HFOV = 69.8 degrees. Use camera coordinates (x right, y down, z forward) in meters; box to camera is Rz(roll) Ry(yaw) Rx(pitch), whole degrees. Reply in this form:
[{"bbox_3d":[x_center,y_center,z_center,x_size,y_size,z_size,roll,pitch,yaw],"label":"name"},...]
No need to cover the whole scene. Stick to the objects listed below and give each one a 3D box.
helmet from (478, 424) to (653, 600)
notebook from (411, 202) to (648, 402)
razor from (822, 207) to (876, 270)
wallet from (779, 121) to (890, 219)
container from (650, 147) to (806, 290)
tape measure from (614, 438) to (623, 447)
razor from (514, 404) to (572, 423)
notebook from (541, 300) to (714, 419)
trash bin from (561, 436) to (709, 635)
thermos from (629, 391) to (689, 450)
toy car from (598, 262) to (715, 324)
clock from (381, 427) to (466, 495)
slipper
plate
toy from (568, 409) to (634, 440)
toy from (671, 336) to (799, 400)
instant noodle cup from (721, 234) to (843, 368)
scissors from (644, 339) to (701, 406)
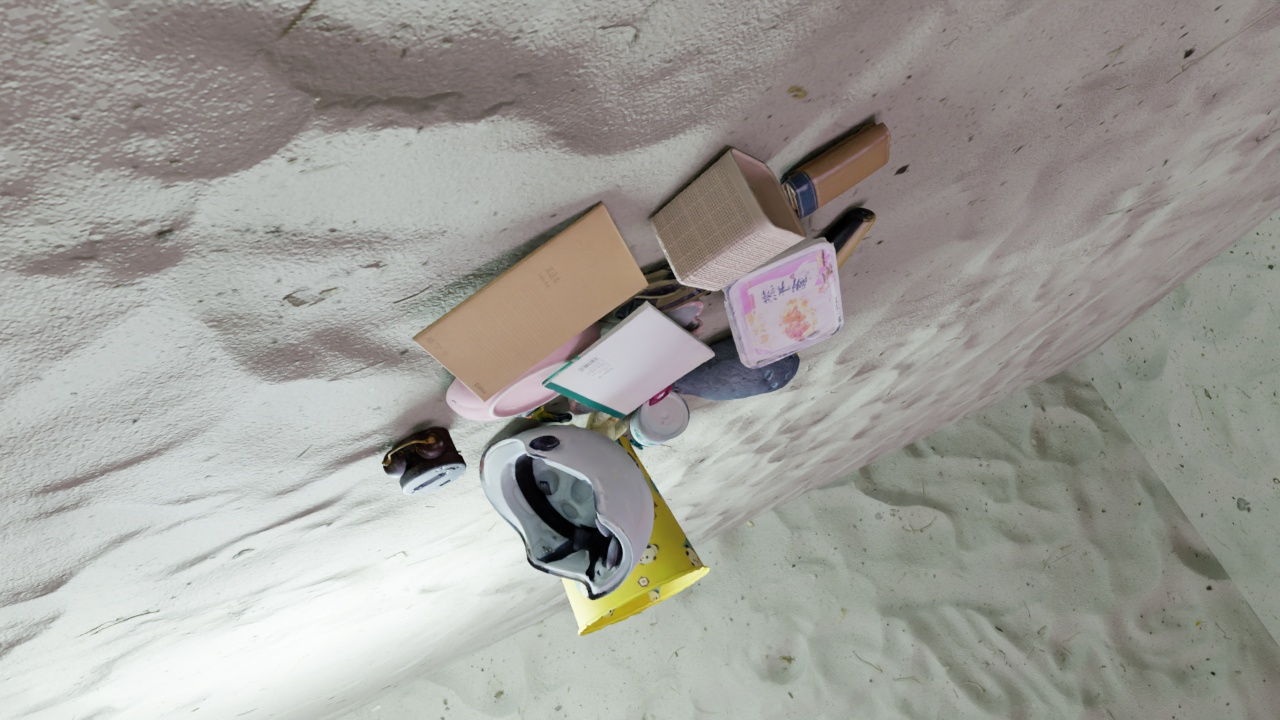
[{"bbox_3d":[-0.084,0.181,1.261,0.145,0.259,0.229,-34,136,-40],"label":"helmet"},{"bbox_3d":[-0.100,-0.050,0.887,0.211,0.012,0.149,-35,151,0],"label":"notebook"},{"bbox_3d":[0.238,-0.125,1.151,0.168,0.067,0.062,-55,-169,42],"label":"razor"},{"bbox_3d":[0.205,-0.198,0.959,0.115,0.033,0.090,-31,163,7],"label":"wallet"},{"bbox_3d":[0.081,-0.129,0.885,0.111,0.090,0.089,-34,160,28],"label":"container"},{"bbox_3d":[-0.058,0.132,1.409,0.058,0.054,0.025,-34,163,12],"label":"tape measure"},{"bbox_3d":[-0.125,0.073,1.223,0.043,0.022,0.142,-30,161,14],"label":"razor"},{"bbox_3d":[-0.008,0.008,1.072,0.150,0.012,0.209,-36,156,12],"label":"notebook"},{"bbox_3d":[-0.049,0.276,1.485,0.229,0.255,0.230,-25,161,-9],"label":"trash bin"},{"bbox_3d":[0.020,0.092,1.333,0.073,0.073,0.224,-25,174,-9],"label":"thermos"},{"bbox_3d":[0.020,-0.076,1.010,0.158,0.042,0.070,-21,159,-11],"label":"toy car"},{"bbox_3d":[-0.262,0.119,1.107,0.082,0.055,0.122,-28,160,4],"label":"clock"},{"bbox_3d":[-0.007,0.007,1.160,0.114,0.054,0.275,-11,156,-40],"label":"slipper"},{"bbox_3d":[-0.124,0.018,1.033,0.192,0.039,0.193,-28,164,-9],"label":"plate"},{"bbox_3d":[-0.052,0.103,1.329,0.105,0.066,0.158,-10,144,-41],"label":"toy"},{"bbox_3d":[0.146,0.008,1.337,0.355,0.091,0.138,-8,-179,-41],"label":"toy"},{"bbox_3d":[0.164,-0.079,1.096,0.138,0.060,0.173,-23,139,0],"label":"instant noodle cup"},{"bbox_3d":[0.045,0.014,1.223,0.135,0.017,0.064,-46,-155,-27],"label":"scissors"}]
